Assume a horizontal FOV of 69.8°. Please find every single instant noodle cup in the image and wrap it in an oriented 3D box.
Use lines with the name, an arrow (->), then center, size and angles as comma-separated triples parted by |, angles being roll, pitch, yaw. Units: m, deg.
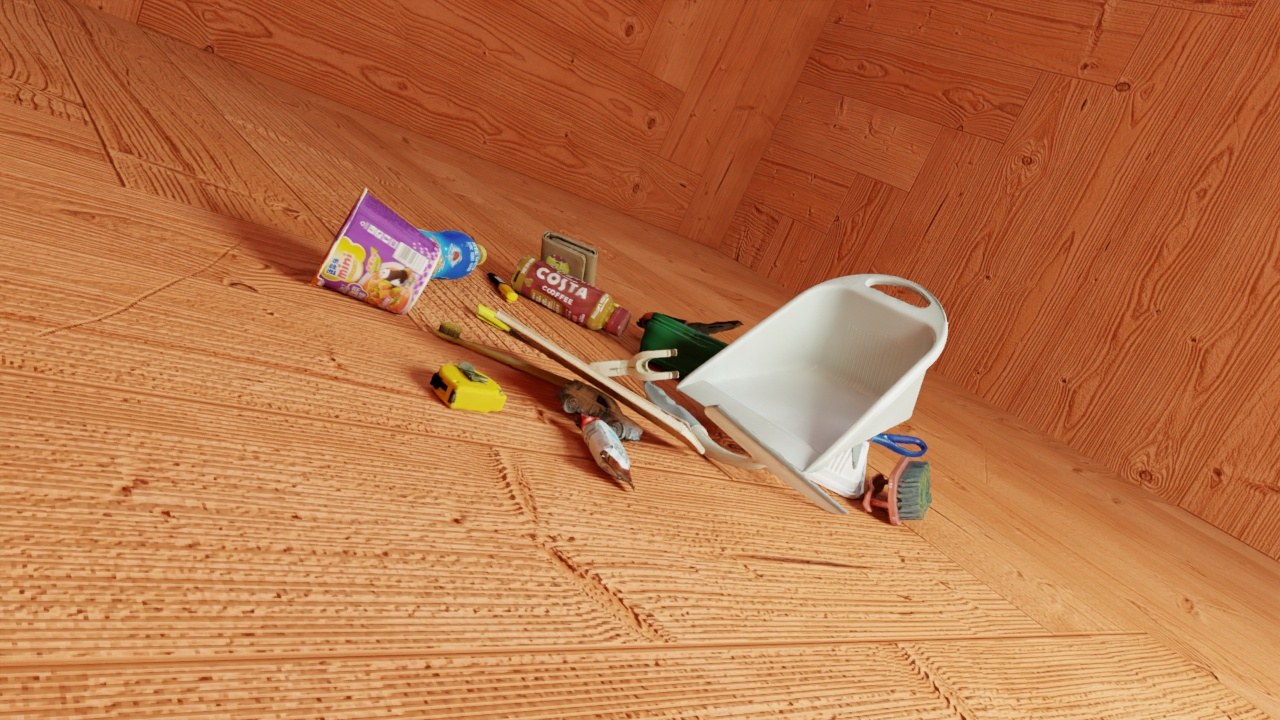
instant noodle cup -> -0.268, -0.105, 0.945 | 0.099, 0.112, 0.111 | 30, 10, -22
instant noodle cup -> 0.222, 0.080, 1.119 | 0.138, 0.060, 0.173 | 26, 26, 4

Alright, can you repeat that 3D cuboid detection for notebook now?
notebook -> -0.034, 0.024, 0.895 | 0.211, 0.012, 0.149 | 31, -6, 16

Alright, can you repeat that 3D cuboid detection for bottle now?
bottle -> -0.098, -0.089, 1.305 | 0.175, 0.057, 0.057 | 27, 12, 11
bottle -> -0.254, -0.135, 1.183 | 0.065, 0.065, 0.218 | 27, 11, 8

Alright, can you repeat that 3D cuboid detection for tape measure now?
tape measure -> -0.151, 0.022, 0.801 | 0.060, 0.029, 0.057 | 12, 17, -46

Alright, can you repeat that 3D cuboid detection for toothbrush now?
toothbrush -> -0.124, 0.002, 0.965 | 0.190, 0.017, 0.015 | 23, 13, -8

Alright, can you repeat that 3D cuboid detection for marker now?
marker -> -0.195, -0.104, 1.285 | 0.018, 0.015, 0.124 | 20, 10, -28
marker -> -0.142, -0.031, 1.082 | 0.124, 0.015, 0.018 | 30, 14, 9

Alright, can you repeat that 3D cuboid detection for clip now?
clip -> -0.007, 0.006, 1.061 | 0.101, 0.035, 0.076 | -2, 2, 26

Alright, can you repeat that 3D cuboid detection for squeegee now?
squeegee -> 0.067, 0.076, 0.978 | 0.246, 0.039, 0.247 | 39, -6, -39

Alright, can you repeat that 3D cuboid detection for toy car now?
toy car -> -0.037, 0.049, 0.882 | 0.090, 0.034, 0.043 | 30, -3, 17

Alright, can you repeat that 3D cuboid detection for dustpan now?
dustpan -> 0.214, -0.010, 1.047 | 0.257, 0.143, 0.223 | -11, 29, -35

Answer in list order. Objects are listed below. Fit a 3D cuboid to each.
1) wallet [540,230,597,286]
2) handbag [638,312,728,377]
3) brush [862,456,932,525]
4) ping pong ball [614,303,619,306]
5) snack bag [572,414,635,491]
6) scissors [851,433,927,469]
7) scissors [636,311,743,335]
wallet -> -0.106, -0.129, 1.341 | 0.090, 0.115, 0.033 | 24, 51, 10
handbag -> 0.064, -0.016, 1.287 | 0.131, 0.068, 0.120 | 24, 7, -1
brush -> 0.298, 0.154, 1.069 | 0.069, 0.063, 0.145 | -3, 3, 23
ping pong ball -> -0.042, -0.064, 1.352 | 0.040, 0.040, 0.040 | 24, 12, -6
snack bag -> -0.029, 0.078, 0.803 | 0.045, 0.026, 0.105 | 52, -1, -25
scissors -> 0.260, 0.082, 1.067 | 0.162, 0.012, 0.175 | 20, 30, -6
scissors -> 0.066, -0.053, 1.324 | 0.177, 0.015, 0.211 | 27, -20, 7
